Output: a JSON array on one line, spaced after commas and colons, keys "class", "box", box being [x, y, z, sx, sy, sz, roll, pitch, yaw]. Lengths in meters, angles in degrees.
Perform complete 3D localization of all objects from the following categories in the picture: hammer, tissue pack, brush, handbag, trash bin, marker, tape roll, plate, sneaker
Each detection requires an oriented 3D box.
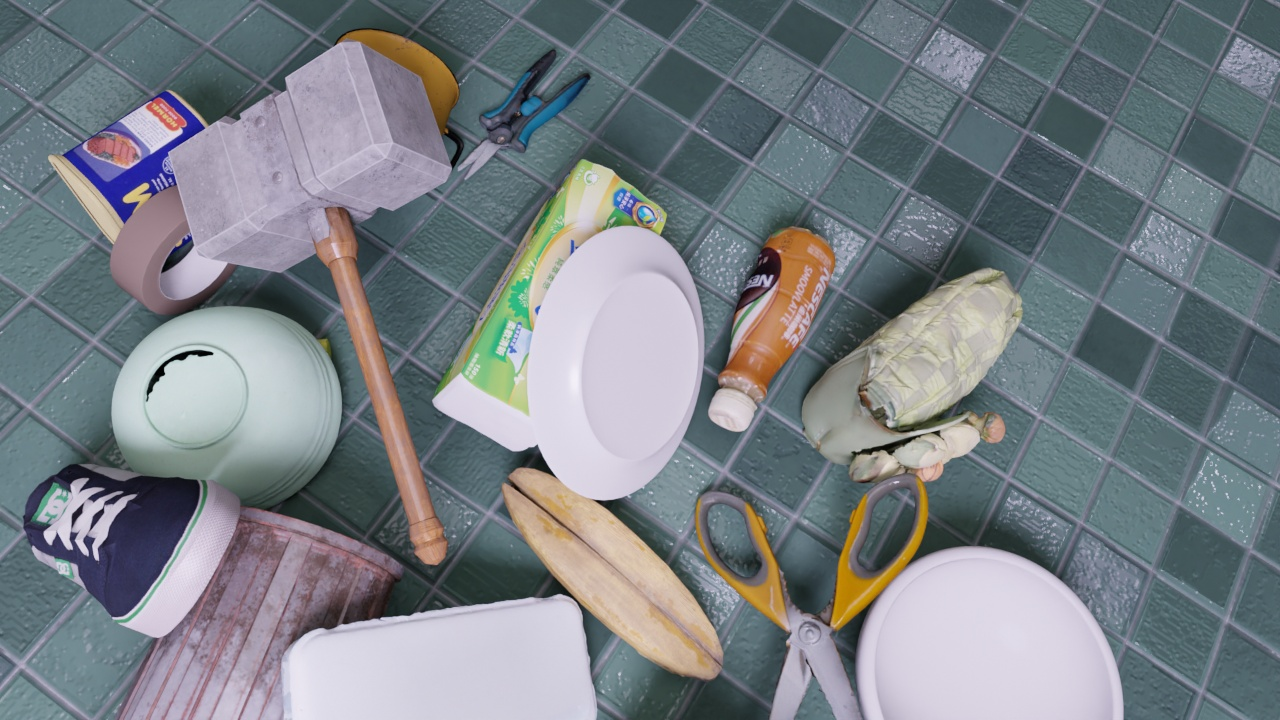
[{"class": "hammer", "box": [-0.179, -0.022, 0.591, 0.163, 0.082, 0.317, -23, 80, 19]}, {"class": "tissue pack", "box": [-0.039, -0.022, 0.669, 0.141, 0.120, 0.197, 31, 74, -14]}, {"class": "brush", "box": [-0.021, 0.147, 0.633, 0.195, 0.043, 0.059, 41, 68, 11]}, {"class": "handbag", "box": [0.215, 0.020, 0.676, 0.186, 0.113, 0.117, -35, 83, -19]}, {"class": "trash bin", "box": [-0.232, 0.205, 0.527, 0.131, 0.131, 0.210, 16, 65, 0]}, {"class": "marker", "box": [-0.292, -0.002, 0.673, 0.124, 0.021, 0.017, -5, 69, -7]}, {"class": "tape roll", "box": [-0.330, -0.079, 0.660, 0.030, 0.094, 0.093, 35, 69, 7]}, {"class": "plate", "box": [-0.004, 0.004, 0.628, 0.016, 0.188, 0.188, 8, 61, 38]}, {"class": "sneaker", "box": [-0.298, 0.096, 0.517, 0.079, 0.236, 0.084, 37, 63, -32]}]

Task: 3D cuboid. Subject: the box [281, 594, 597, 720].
[{"class": "box", "box": [-0.102, 0.237, 0.528, 0.208, 0.037, 0.189, 9, 64, -45]}]

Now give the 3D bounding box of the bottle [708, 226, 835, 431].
[{"class": "bottle", "box": [0.097, -0.023, 0.706, 0.059, 0.059, 0.166, 25, 68, 3]}]

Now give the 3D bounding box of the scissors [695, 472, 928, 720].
[{"class": "scissors", "box": [0.104, 0.161, 0.614, 0.217, 0.016, 0.224, 18, 69, 32]}]

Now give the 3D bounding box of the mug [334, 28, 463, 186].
[{"class": "mug", "box": [-0.195, -0.181, 0.721, 0.123, 0.101, 0.094, 31, 63, -39]}]

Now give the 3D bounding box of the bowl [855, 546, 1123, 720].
[{"class": "bowl", "box": [0.225, 0.219, 0.620, 0.176, 0.066, 0.176, 2, 68, -6]}]

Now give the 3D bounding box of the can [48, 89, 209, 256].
[{"class": "can", "box": [-0.351, -0.128, 0.666, 0.056, 0.116, 0.092, 41, 67, 10]}]

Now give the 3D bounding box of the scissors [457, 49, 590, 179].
[{"class": "scissors", "box": [-0.096, -0.209, 0.779, 0.143, 0.019, 0.126, -9, 70, -8]}]

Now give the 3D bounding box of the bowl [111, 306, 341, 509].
[{"class": "bowl", "box": [-0.286, 0.029, 0.618, 0.151, 0.077, 0.150, 1, 80, -4]}]
